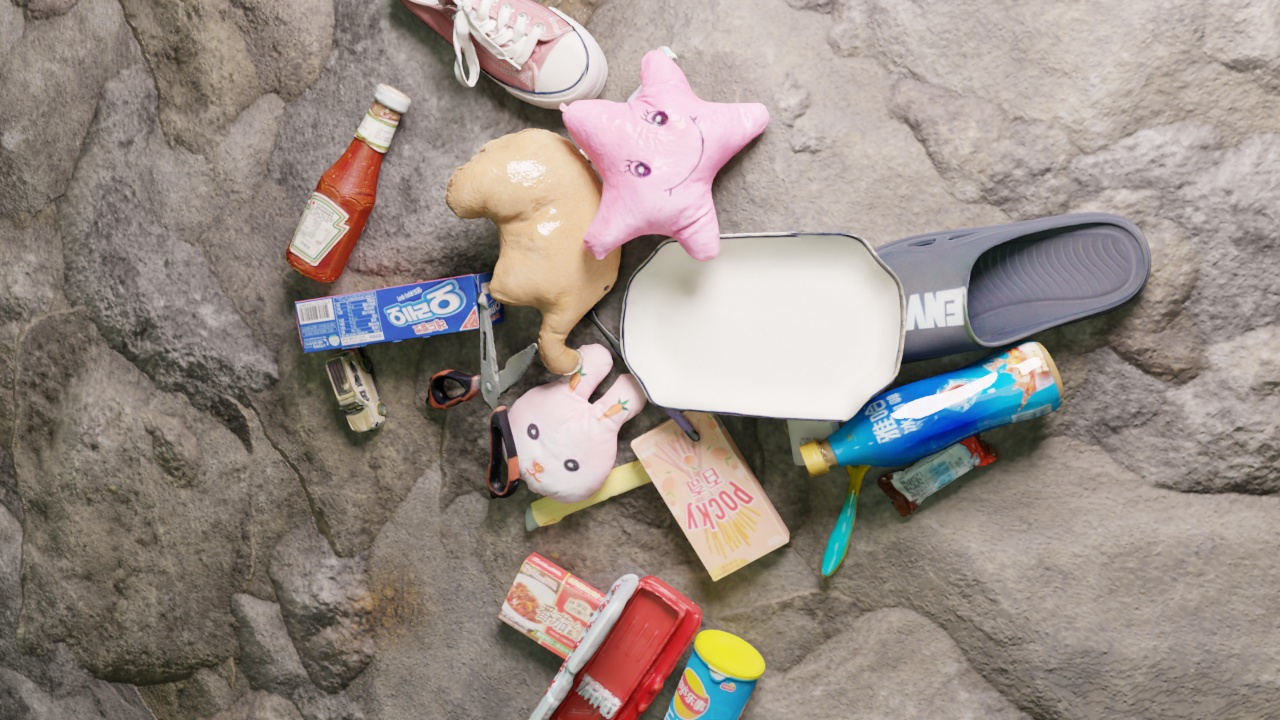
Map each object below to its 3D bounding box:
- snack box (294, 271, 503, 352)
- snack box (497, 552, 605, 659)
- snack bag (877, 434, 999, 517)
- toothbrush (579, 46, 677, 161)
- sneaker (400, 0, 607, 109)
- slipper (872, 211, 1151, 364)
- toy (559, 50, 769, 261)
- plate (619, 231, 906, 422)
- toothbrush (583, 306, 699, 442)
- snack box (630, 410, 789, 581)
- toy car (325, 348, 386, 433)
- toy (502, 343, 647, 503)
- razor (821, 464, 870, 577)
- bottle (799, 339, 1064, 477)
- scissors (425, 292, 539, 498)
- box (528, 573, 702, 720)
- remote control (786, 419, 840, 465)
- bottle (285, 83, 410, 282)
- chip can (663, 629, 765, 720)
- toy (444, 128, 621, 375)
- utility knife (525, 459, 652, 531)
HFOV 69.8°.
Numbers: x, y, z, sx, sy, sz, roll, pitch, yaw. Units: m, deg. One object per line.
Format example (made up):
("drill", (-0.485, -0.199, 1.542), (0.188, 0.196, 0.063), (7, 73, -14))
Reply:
("snack box", (-0.243, -0.049, 0.926), (0.208, 0.058, 0.057), (-7, 96, 17))
("snack box", (-0.065, 0.269, 0.943), (0.153, 0.025, 0.075), (29, 105, 10))
("snack bag", (0.266, 0.099, 0.824), (0.105, 0.026, 0.045), (-38, 96, 18))
("toothbrush", (-0.035, -0.217, 0.864), (0.020, 0.029, 0.190), (32, 112, -34))
("sneaker", (-0.143, -0.312, 0.842), (0.241, 0.087, 0.118), (36, 105, 9))
("slipper", (0.286, -0.062, 0.767), (0.268, 0.083, 0.110), (-13, 93, 15))
("toy", (0.006, -0.174, 0.806), (0.178, 0.074, 0.194), (24, 85, -4))
("plate", (0.104, -0.030, 0.815), (0.266, 0.034, 0.162), (2, 88, 29))
("toothbrush", (-0.005, 0.005, 0.878), (0.014, 0.016, 0.189), (-42, 78, 8))
("snack box", (0.067, 0.124, 0.880), (0.084, 0.026, 0.157), (-32, 89, 13))
("toy car", (-0.301, 0.034, 0.968), (0.042, 0.035, 0.090), (-18, 96, 18))
("toy", (-0.067, 0.062, 0.899), (0.121, 0.054, 0.159), (38, 100, 13))
("razor", (0.189, 0.138, 0.851), (0.043, 0.028, 0.132), (18, 101, 38))
("bottle", (0.244, 0.049, 0.789), (0.219, 0.065, 0.065), (-22, 92, 10))
("scissors", (-0.146, 0.040, 0.881), (0.226, 0.015, 0.189), (-21, 92, 49))
("box", (-0.031, 0.306, 0.873), (0.095, 0.100, 0.201), (33, 107, 8))
("remote control", (0.153, 0.035, 0.840), (0.049, 0.024, 0.125), (-6, 98, 44))
("bottle", (-0.289, -0.177, 0.919), (0.060, 0.059, 0.206), (33, 105, 8))
("chip can", (0.051, 0.374, 0.902), (0.071, 0.071, 0.210), (23, 103, 11))
("toy", (-0.079, -0.100, 0.844), (0.143, 0.082, 0.226), (-26, 101, -10))
("utility knife", (-0.041, 0.130, 0.919), (0.179, 0.019, 0.031), (-22, 96, 18))
